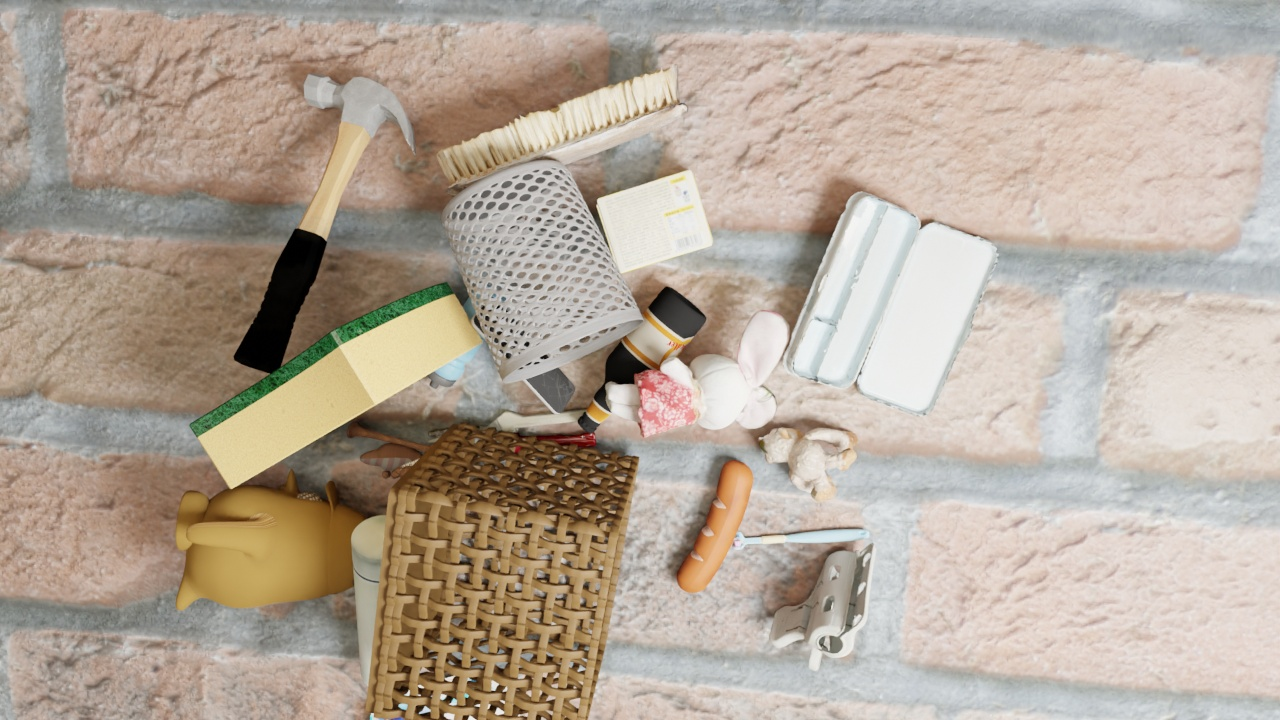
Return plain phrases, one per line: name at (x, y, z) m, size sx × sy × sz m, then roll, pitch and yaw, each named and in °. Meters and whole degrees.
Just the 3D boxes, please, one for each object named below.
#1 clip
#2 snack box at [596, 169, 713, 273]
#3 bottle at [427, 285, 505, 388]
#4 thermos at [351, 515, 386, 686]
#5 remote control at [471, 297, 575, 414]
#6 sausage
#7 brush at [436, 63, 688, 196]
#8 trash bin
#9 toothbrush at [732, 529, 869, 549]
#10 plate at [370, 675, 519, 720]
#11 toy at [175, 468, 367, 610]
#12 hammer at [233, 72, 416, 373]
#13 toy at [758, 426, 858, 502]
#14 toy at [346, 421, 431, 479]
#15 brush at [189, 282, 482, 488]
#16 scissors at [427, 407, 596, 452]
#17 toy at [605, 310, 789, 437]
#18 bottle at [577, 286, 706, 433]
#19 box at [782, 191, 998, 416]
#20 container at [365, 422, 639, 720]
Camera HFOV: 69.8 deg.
clip at (0.207, 0.275, 1.010) m, size 0.074 × 0.124 × 0.144 m, roll 36°, pitch 127°, yaw 0°
snack box at (0.017, -0.147, 0.977) m, size 0.106 × 0.061 × 0.083 m, roll -16°, pitch 98°, yaw 7°
bottle at (-0.199, -0.023, 1.028) m, size 0.040 × 0.040 × 0.130 m, roll 35°, pitch 101°, yaw -1°
thermos at (-0.286, 0.277, 1.031) m, size 0.068 × 0.067 × 0.231 m, roll 11°, pitch 124°, yaw 3°
remote control at (-0.127, -0.004, 1.005) m, size 0.008 × 0.045 × 0.146 m, roll -19°, pitch 120°, yaw 42°
sausage at (0.087, 0.191, 1.040) m, size 0.044 × 0.039 × 0.164 m, roll 23°, pitch 101°, yaw 4°
brush at (-0.082, -0.236, 0.959) m, size 0.271 × 0.083 × 0.056 m, roll -18°, pitch 98°, yaw 8°
trash bin at (-0.105, -0.092, 0.941) m, size 0.156 × 0.156 × 0.183 m, roll -25°, pitch 86°, yaw 8°
toothbrush at (0.182, 0.202, 1.045) m, size 0.155 × 0.016 × 0.022 m, roll -5°, pitch 61°, yaw 6°
plate at (-0.226, 0.475, 1.127) m, size 0.187 × 0.016 × 0.187 m, roll -17°, pitch 98°, yaw 8°
toy at (-0.402, 0.202, 1.037) m, size 0.203 × 0.199 × 0.162 m, roll 5°, pitch 72°, yaw -10°
hammer at (-0.337, -0.144, 0.957) m, size 0.131 × 0.039 × 0.327 m, roll 17°, pitch 77°, yaw 6°
toy at (0.178, 0.109, 1.011) m, size 0.106 × 0.074 × 0.085 m, roll 21°, pitch 114°, yaw 5°
toy at (-0.289, 0.109, 1.058) m, size 0.102 × 0.041 × 0.055 m, roll 15°, pitch 92°, yaw -2°
brush at (-0.304, 0.021, 0.938) m, size 0.251 × 0.194 × 0.075 m, roll -27°, pitch 96°, yaw 26°
scissors at (-0.145, 0.088, 1.056) m, size 0.188 × 0.015 × 0.146 m, roll -38°, pitch 95°, yaw 12°
toy at (0.061, 0.032, 0.963) m, size 0.194 × 0.084 × 0.159 m, roll -12°, pitch 132°, yaw -9°
bottle at (-0.006, 0.006, 1.006) m, size 0.059 × 0.059 × 0.182 m, roll 39°, pitch 101°, yaw -2°
box at (0.266, -0.057, 0.982) m, size 0.192 × 0.061 × 0.210 m, roll 15°, pitch 102°, yaw -17°
container at (-0.136, 0.229, 0.966) m, size 0.214 × 0.219 × 0.252 m, roll 11°, pitch 104°, yaw 3°
